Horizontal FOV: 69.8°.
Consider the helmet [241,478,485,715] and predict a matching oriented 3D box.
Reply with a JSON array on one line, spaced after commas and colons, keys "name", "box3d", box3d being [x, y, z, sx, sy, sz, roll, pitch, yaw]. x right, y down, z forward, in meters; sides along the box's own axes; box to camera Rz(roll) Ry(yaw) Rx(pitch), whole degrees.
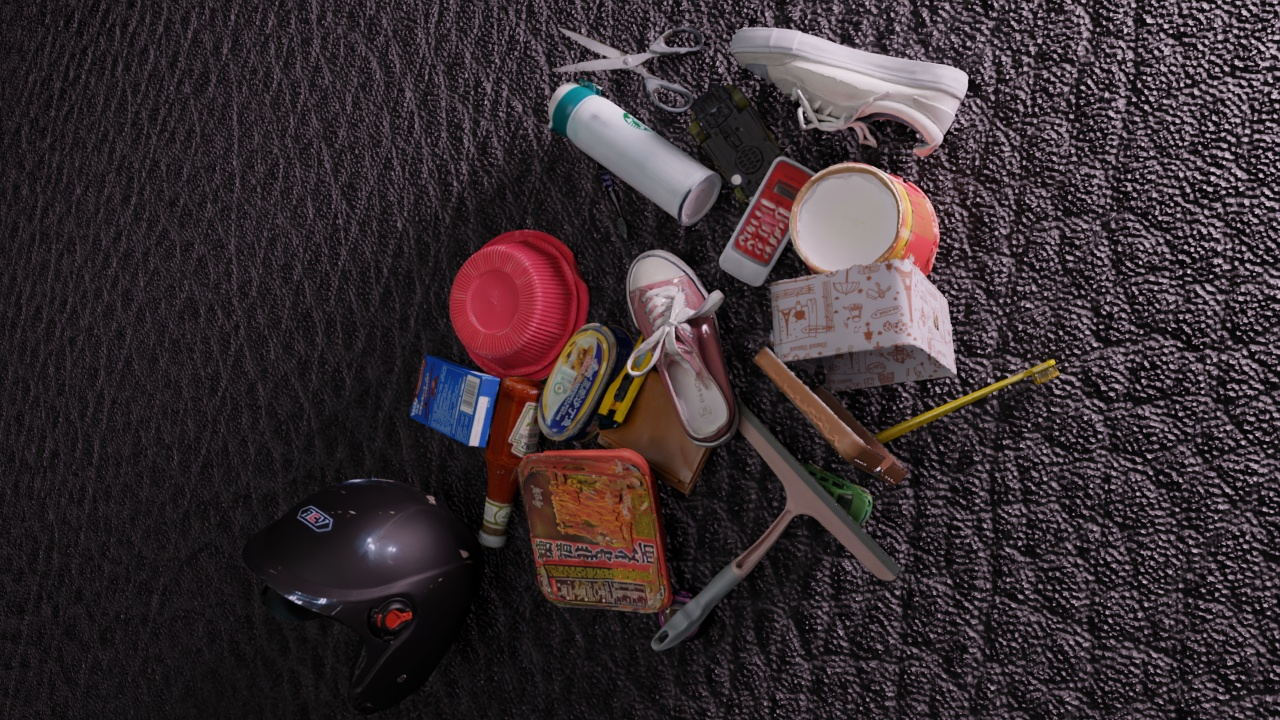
[{"name": "helmet", "box3d": [-0.314, 0.247, 1.060, 0.234, 0.275, 0.229, 24, 70, 38]}]

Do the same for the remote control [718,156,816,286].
[{"name": "remote control", "box3d": [0.136, -0.145, 0.970, 0.056, 0.020, 0.136, 29, 109, 1]}]

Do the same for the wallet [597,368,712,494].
[{"name": "wallet", "box3d": [0.018, 0.080, 1.025, 0.131, 0.035, 0.119, 28, 99, 26]}]

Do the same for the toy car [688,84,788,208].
[{"name": "toy car", "box3d": [0.112, -0.226, 0.991, 0.070, 0.042, 0.158, -34, 83, 20]}]

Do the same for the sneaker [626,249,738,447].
[{"name": "sneaker", "box3d": [0.040, -0.026, 0.968, 0.118, 0.088, 0.240, -20, 64, 6]}]

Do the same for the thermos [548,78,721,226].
[{"name": "thermos", "box3d": [-0.012, -0.242, 1.039, 0.224, 0.073, 0.073, 40, 104, 22]}]

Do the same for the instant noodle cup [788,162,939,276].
[{"name": "instant noodle cup", "box3d": [0.212, -0.129, 0.898, 0.138, 0.108, 0.138, -2, 86, 27]}]

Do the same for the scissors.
[{"name": "scissors", "box3d": [-0.007, -0.339, 1.042, 0.159, 0.014, 0.175, -37, 90, 2]}]

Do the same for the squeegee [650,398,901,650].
[{"name": "squeegee", "box3d": [0.100, 0.210, 0.940, 0.250, 0.040, 0.247, -49, 55, 11]}]

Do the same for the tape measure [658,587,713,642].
[{"name": "tape measure", "box3d": [0.047, 0.277, 0.996, 0.058, 0.039, 0.057, -14, 80, 25]}]

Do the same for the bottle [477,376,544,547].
[{"name": "bottle", "box3d": [-0.159, 0.124, 1.101, 0.060, 0.059, 0.206, 17, 99, 27]}]

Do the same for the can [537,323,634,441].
[{"name": "can", "box3d": [-0.064, 0.026, 1.062, 0.074, 0.049, 0.148, 32, 101, 24]}]

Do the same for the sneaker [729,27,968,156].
[{"name": "sneaker", "box3d": [0.199, -0.271, 0.932, 0.242, 0.089, 0.091, 21, 101, 20]}]

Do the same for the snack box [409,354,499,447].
[{"name": "snack box", "box3d": [-0.231, 0.047, 1.130, 0.157, 0.026, 0.084, 16, 94, 49]}]

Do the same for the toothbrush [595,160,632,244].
[{"name": "toothbrush", "box3d": [-0.043, -0.222, 1.086, 0.014, 0.016, 0.189, -24, 75, 18]}]

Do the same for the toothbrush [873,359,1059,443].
[{"name": "toothbrush", "box3d": [0.310, 0.046, 0.890, 0.190, 0.015, 0.016, -27, 82, 23]}]

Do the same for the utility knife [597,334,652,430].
[{"name": "utility knife", "box3d": [-0.006, 0.006, 1.028, 0.033, 0.015, 0.164, 21, 77, 24]}]

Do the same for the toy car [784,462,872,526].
[{"name": "toy car", "box3d": [0.190, 0.138, 0.936, 0.091, 0.036, 0.043, 23, 96, 22]}]

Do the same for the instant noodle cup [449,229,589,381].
[{"name": "instant noodle cup", "box3d": [-0.160, -0.069, 1.109, 0.194, 0.065, 0.193, -2, 85, 26]}]

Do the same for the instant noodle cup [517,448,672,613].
[{"name": "instant noodle cup", "box3d": [-0.043, 0.178, 1.010, 0.165, 0.078, 0.189, -3, 106, 26]}]

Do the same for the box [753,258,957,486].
[{"name": "box", "box3d": [0.201, 0.025, 0.843, 0.154, 0.182, 0.181, -11, 74, 28]}]
